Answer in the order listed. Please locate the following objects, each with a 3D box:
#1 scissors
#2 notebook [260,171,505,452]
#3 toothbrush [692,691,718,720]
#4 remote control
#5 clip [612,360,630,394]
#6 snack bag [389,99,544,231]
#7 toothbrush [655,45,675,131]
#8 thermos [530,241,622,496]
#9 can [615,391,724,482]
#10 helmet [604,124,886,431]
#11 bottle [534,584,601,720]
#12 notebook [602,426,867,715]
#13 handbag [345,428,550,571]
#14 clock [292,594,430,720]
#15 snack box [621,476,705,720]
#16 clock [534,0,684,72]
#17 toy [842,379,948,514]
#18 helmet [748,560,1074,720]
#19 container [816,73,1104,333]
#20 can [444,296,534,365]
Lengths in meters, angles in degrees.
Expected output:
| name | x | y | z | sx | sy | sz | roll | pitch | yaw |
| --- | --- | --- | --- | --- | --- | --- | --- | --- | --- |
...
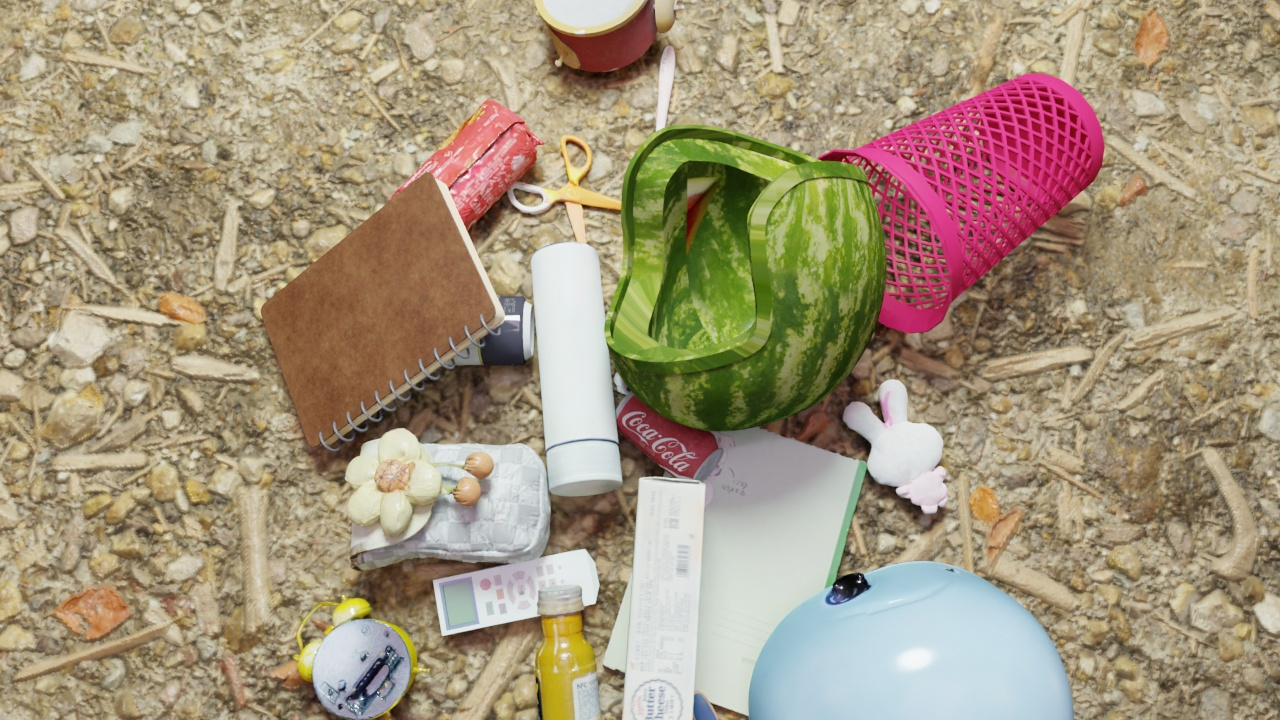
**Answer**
| name | x | y | z | sx | sy | sz | roll | pitch | yaw |
| --- | --- | --- | --- | --- | --- | --- | --- | --- | --- |
| scissors | -0.076 | -0.166 | 0.917 | 0.129 | 0.011 | 0.125 | -13 | 76 | -3 |
| notebook | -0.235 | -0.039 | 0.823 | 0.226 | 0.024 | 0.167 | -34 | 70 | 18 |
| toothbrush | 0.073 | 0.353 | 0.796 | 0.021 | 0.017 | 0.135 | -21 | 84 | -3 |
| remote control | -0.109 | 0.206 | 0.825 | 0.143 | 0.024 | 0.049 | -11 | 82 | -5 |
| clip | -0.005 | 0.005 | 0.878 | 0.101 | 0.038 | 0.054 | 14 | 53 | 2 |
| snack bag | -0.171 | -0.172 | 0.881 | 0.082 | 0.082 | 0.176 | 39 | 79 | 7 |
| toothbrush | 0.021 | -0.241 | 0.935 | 0.015 | 0.018 | 0.181 | 7 | 76 | -1 |
| thermos | -0.060 | 0.007 | 0.838 | 0.068 | 0.068 | 0.229 | -7 | 71 | -3 |
| can | 0.025 | 0.068 | 0.836 | 0.096 | 0.054 | 0.054 | 38 | 79 | 21 |
| helmet | 0.093 | -0.060 | 0.787 | 0.213 | 0.242 | 0.247 | 31 | 111 | 45 |
| bottle | -0.062 | 0.288 | 0.783 | 0.053 | 0.053 | 0.186 | -5 | 85 | -3 |
| notebook | 0.090 | 0.185 | 0.843 | 0.182 | 0.010 | 0.252 | 19 | 77 | 3 |
| handbag | -0.164 | 0.118 | 0.795 | 0.171 | 0.123 | 0.112 | 0 | 62 | -2 |
| clock | -0.246 | 0.257 | 0.794 | 0.119 | 0.057 | 0.083 | 36 | 79 | 6 |
| snack box | 0.020 | 0.208 | 0.778 | 0.057 | 0.104 | 0.207 | 4 | 77 | 2 |
| clock | -0.024 | -0.358 | 0.925 | 0.159 | 0.081 | 0.117 | -22 | 68 | 3 |
| toy | 0.244 | 0.084 | 0.856 | 0.075 | 0.037 | 0.125 | -30 | 82 | -13 |
| helmet | 0.222 | 0.284 | 0.748 | 0.266 | 0.167 | 0.225 | -17 | 87 | 2 |
| container | 0.300 | -0.160 | 0.853 | 0.225 | 0.183 | 0.183 | -32 | 80 | -16 |
| can | -0.165 | -0.028 | 0.857 | 0.127 | 0.064 | 0.064 | 0 | 77 | -2 |
